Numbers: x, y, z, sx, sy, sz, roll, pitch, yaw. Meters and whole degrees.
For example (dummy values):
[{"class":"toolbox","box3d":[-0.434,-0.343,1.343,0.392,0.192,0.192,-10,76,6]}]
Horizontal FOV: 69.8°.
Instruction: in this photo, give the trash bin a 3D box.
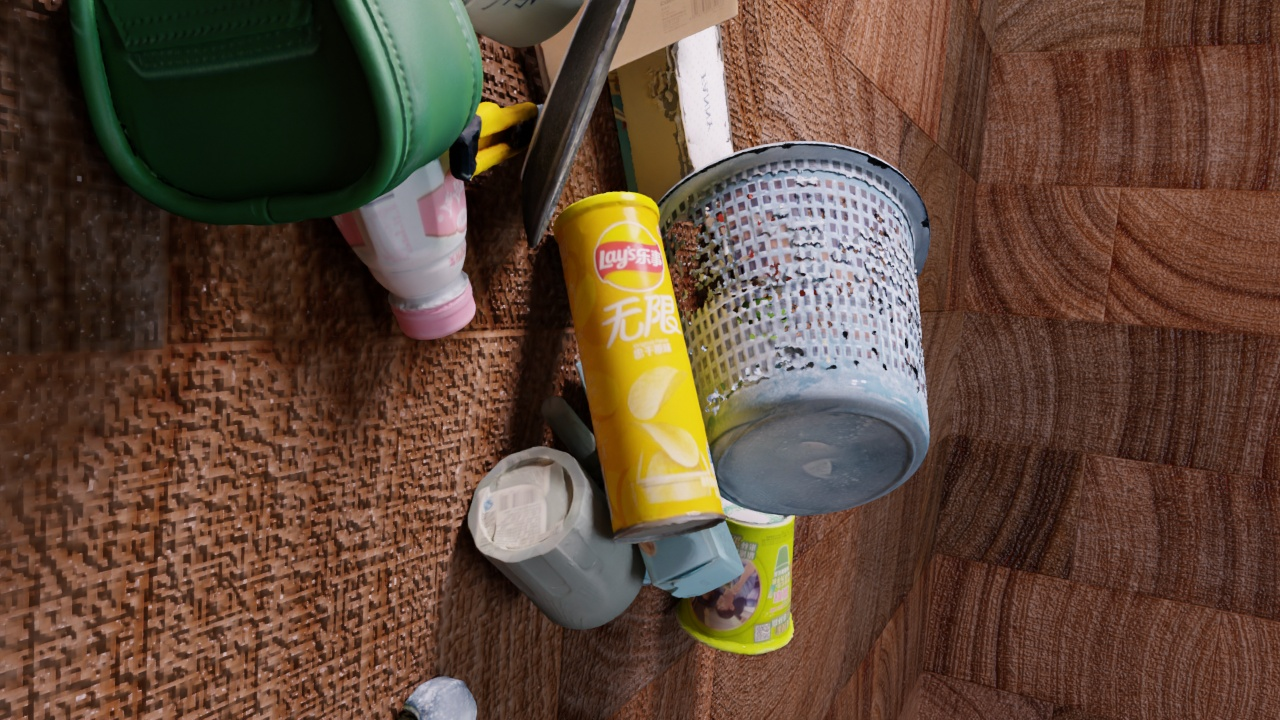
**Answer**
[{"class":"trash bin","box3d":[0.109,-0.007,0.654,0.227,0.227,0.194,63,20,-48]}]

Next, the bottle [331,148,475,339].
[{"class":"bottle","box3d":[-0.118,-0.101,0.414,0.068,0.068,0.197,-54,143,-44]}]

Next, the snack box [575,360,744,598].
[{"class":"snack box","box3d":[0.013,0.074,0.640,0.174,0.052,0.074,69,10,26]}]

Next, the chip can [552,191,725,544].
[{"class":"chip can","box3d":[-0.003,0.003,0.576,0.072,0.072,0.213,26,49,-62]}]

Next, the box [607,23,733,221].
[{"class":"box","box3d":[0.025,-0.187,0.689,0.089,0.061,0.184,-49,140,-47]}]

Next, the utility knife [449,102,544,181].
[{"class":"utility knife","box3d":[-0.067,-0.125,0.491,0.214,0.015,0.033,-75,178,-70]}]

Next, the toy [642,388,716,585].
[{"class":"toy","box3d":[0.014,0.092,0.726,0.156,0.050,0.161,-17,102,-35]}]

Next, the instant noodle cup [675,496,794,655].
[{"class":"instant noodle cup","box3d":[0.095,0.188,0.850,0.111,0.112,0.123,-24,124,-60]}]

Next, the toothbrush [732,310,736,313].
[{"class":"toothbrush","box3d":[0.061,0.028,0.869,0.017,0.012,0.185,70,37,-52]}]

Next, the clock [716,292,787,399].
[{"class":"clock","box3d":[0.101,0.005,0.857,0.116,0.056,0.160,81,28,-58]}]

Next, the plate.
[{"class":"plate","box3d":[-0.035,-0.147,0.503,0.179,0.024,0.179,-161,-88,-83]}]

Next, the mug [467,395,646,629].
[{"class":"mug","box3d":[-0.049,0.097,0.597,0.103,0.084,0.123,59,33,-49]}]

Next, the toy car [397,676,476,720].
[{"class":"toy car","box3d":[-0.120,0.248,0.537,0.054,0.037,0.120,13,82,-63]}]

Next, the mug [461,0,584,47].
[{"class":"mug","box3d":[-0.073,-0.217,0.436,0.112,0.082,0.106,-50,160,18]}]

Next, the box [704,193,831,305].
[{"class":"box","box3d":[0.138,-0.115,0.875,0.077,0.091,0.168,-44,158,14]}]

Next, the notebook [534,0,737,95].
[{"class":"notebook","box3d":[-0.009,-0.273,0.528,0.149,0.012,0.212,-29,138,-17]}]

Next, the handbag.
[{"class":"handbag","box3d":[-0.131,-0.112,0.318,0.067,0.131,0.120,-62,144,-53]}]
